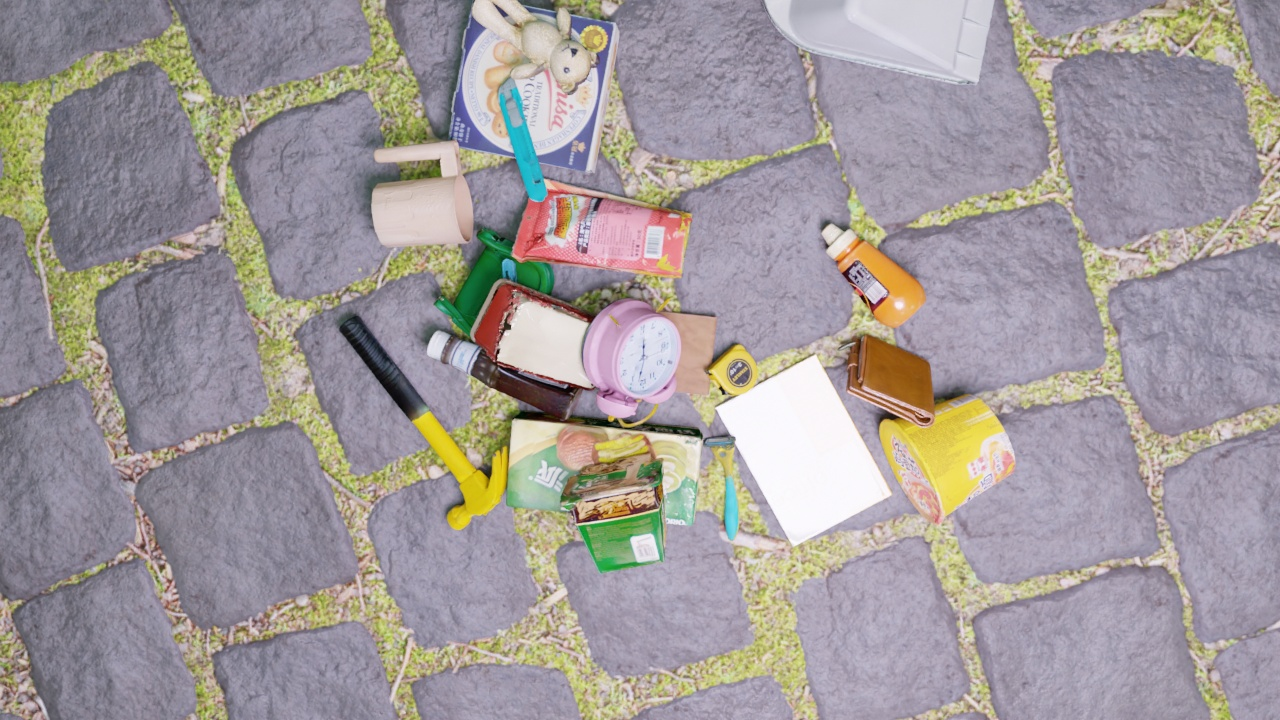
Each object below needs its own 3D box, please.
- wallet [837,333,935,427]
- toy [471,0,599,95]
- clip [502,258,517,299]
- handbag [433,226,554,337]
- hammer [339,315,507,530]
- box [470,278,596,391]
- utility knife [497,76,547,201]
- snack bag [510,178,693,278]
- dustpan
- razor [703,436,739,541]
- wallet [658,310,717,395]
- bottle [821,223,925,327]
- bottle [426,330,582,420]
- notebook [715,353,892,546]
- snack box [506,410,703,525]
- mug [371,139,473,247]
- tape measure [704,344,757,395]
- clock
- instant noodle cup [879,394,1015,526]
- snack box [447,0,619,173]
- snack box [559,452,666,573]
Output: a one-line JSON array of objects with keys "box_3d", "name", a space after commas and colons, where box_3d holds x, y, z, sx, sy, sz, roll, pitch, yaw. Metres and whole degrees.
[{"box_3d": [0.293, 0.017, 1.092, 0.119, 0.130, 0.035, 21, 122, 4], "name": "wallet"}, {"box_3d": [-0.123, -0.376, 1.060, 0.157, 0.066, 0.105, 36, 79, -8], "name": "toy"}, {"box_3d": [-0.155, -0.093, 1.092, 0.014, 0.047, 0.057, -7, 84, 11], "name": "clip"}, {"box_3d": [-0.177, -0.085, 1.135, 0.120, 0.068, 0.131, 31, 96, 0], "name": "handbag"}, {"box_3d": [-0.278, 0.069, 1.162, 0.129, 0.032, 0.300, -40, 88, 26], "name": "hammer"}, {"box_3d": [-0.104, -0.026, 1.083, 0.080, 0.168, 0.091, 37, 103, 44], "name": "box"}, {"box_3d": [-0.141, -0.264, 1.099, 0.029, 0.013, 0.151, -16, 96, 9], "name": "utility knife"}, {"box_3d": [-0.044, -0.156, 1.113, 0.208, 0.073, 0.128, 9, 58, 2], "name": "snack bag"}, {"box_3d": [0.283, -0.465, 1.105, 0.257, 0.143, 0.223, 7, 96, -27], "name": "dustpan"}, {"box_3d": [0.110, 0.163, 1.163, 0.043, 0.028, 0.132, -7, 92, 27], "name": "razor"}, {"box_3d": [0.035, -0.011, 1.157, 0.115, 0.020, 0.101, 5, 94, 5], "name": "wallet"}, {"box_3d": [0.277, -0.109, 1.116, 0.067, 0.066, 0.149, -44, 85, 6], "name": "bottle"}, {"box_3d": [-0.170, 0.015, 1.139, 0.195, 0.079, 0.044, 23, 101, 3], "name": "bottle"}, {"box_3d": [0.207, 0.115, 1.163, 0.146, 0.010, 0.206, -28, 93, 5], "name": "notebook"}, {"box_3d": [-0.045, 0.133, 1.151, 0.240, 0.063, 0.114, 6, 98, 2], "name": "snack box"}, {"box_3d": [-0.267, -0.201, 1.119, 0.103, 0.084, 0.125, -4, 104, 5], "name": "mug"}, {"box_3d": [0.116, 0.015, 1.145, 0.060, 0.029, 0.057, -42, 100, -18], "name": "tape measure"}, {"box_3d": [-0.007, 0.006, 1.097, 0.117, 0.060, 0.159, -21, 122, -37], "name": "clock"}, {"box_3d": [0.369, 0.111, 1.099, 0.110, 0.138, 0.138, -25, 94, -4], "name": "instant noodle cup"}, {"box_3d": [-0.130, -0.335, 1.121, 0.182, 0.045, 0.178, 11, 96, 2], "name": "snack box"}, {"box_3d": [-0.018, 0.181, 1.068, 0.118, 0.117, 0.105, -13, 102, 7], "name": "snack box"}]
